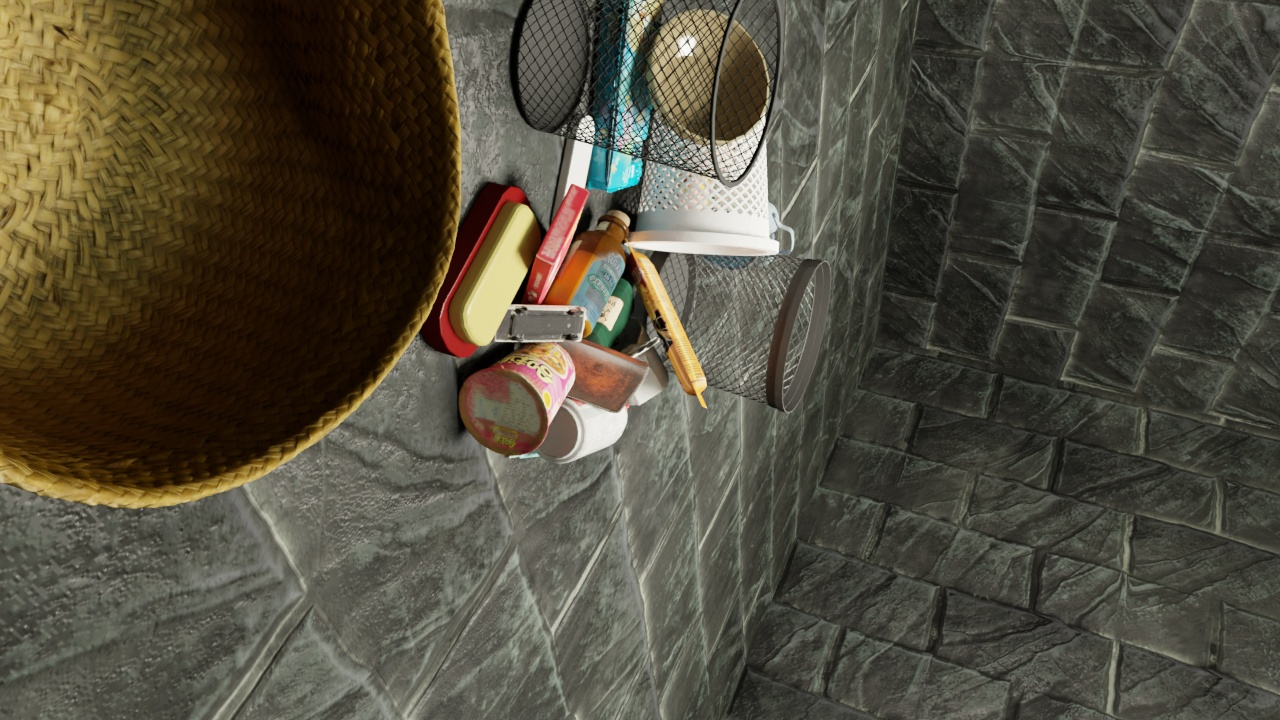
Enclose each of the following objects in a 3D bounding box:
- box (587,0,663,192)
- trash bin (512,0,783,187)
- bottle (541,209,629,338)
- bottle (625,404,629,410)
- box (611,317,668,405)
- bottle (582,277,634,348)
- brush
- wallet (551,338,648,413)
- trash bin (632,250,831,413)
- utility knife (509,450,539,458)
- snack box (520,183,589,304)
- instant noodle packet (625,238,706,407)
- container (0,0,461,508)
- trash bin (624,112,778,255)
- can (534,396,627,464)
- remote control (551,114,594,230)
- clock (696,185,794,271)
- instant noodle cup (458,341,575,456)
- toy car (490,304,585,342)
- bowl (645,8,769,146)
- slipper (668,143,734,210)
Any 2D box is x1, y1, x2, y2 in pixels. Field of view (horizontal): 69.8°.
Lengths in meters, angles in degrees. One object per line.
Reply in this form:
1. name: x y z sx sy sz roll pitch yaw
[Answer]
1. box: -0.017 -0.308 1.033 0.094 0.041 0.227 -34 135 -59
2. trash bin: 0.005 -0.276 0.873 0.184 0.210 0.184 16 89 -69
3. bottle: -0.055 -0.105 1.038 0.068 0.068 0.156 71 39 -55
4. bottle: -0.040 0.062 1.228 0.042 0.042 0.141 84 30 -44
5. box: -0.006 0.005 1.142 0.083 0.141 0.140 -30 128 -2
6. bottle: -0.061 -0.038 1.079 0.061 0.061 0.131 83 30 -50
7. brush: -0.144 -0.084 0.863 0.082 0.042 0.173 65 44 -59
8. wallet: -0.058 0.013 1.032 0.123 0.019 0.072 21 115 -30
9. trash bin: 0.130 -0.059 1.314 0.217 0.227 0.217 16 89 -69
10. utility knife: -0.123 0.105 1.089 0.126 0.015 0.022 2 107 -66
11. snack box: -0.089 -0.111 0.933 0.133 0.021 0.089 127 -12 -68
12. instant noodle packet: 0.035 -0.041 1.158 0.160 0.032 0.220 31 34 -83
13. container: -0.237 -0.101 0.402 0.306 0.197 0.307 15 89 -71
14. trash bin: 0.083 -0.241 1.161 0.195 0.196 0.199 -4 98 -68
15. can: -0.073 0.075 1.101 0.136 0.078 0.078 -13 116 -67
16. remote control: -0.074 -0.200 1.003 0.043 0.013 0.136 -9 112 -67
17. clock: 0.152 -0.195 1.372 0.075 0.162 0.122 -56 152 -38
18. instant noodle cup: -0.119 0.030 0.946 0.108 0.098 0.098 -53 151 -60
19. toy car: -0.109 -0.040 0.943 0.112 0.039 0.039 -2 108 -43
20. bowl: 0.070 -0.315 1.045 0.050 0.152 0.152 -7 -120 64
21. slipper: 0.096 -0.295 1.277 0.093 0.082 0.197 0 102 -67
